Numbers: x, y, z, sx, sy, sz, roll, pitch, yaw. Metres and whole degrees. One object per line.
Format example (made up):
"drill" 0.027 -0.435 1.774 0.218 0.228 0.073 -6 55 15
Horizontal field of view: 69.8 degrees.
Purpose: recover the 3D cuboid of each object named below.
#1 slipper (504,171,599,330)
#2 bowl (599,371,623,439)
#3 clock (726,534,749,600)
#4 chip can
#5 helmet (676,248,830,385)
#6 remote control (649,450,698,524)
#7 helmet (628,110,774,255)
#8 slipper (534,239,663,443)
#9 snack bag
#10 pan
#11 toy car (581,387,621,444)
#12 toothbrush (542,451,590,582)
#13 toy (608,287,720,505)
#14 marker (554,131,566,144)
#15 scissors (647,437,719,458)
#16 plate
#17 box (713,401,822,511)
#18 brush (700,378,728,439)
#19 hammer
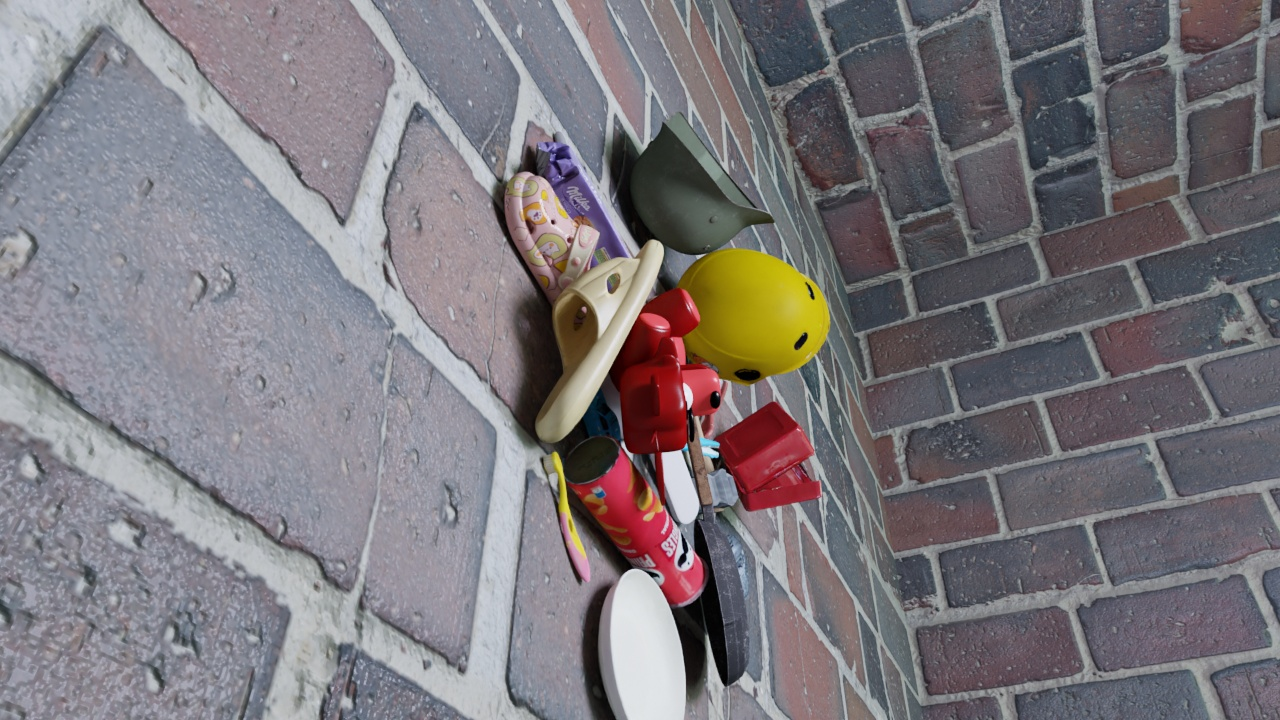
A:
"slipper" -0.080 -0.124 1.020 0.093 0.082 0.197 -77 148 -56
"bowl" -0.007 0.007 1.132 0.176 0.066 0.176 -16 90 -71
"clock" 0.118 0.301 1.263 0.090 0.052 0.129 -14 88 -71
"chip can" -0.003 0.177 1.002 0.073 0.073 0.233 -84 150 -47
"helmet" 0.150 -0.079 1.377 0.139 0.240 0.209 34 65 -56
"remote control" 0.045 0.155 1.196 0.043 0.013 0.136 -38 120 -33
"helmet" 0.070 -0.250 1.396 0.227 0.154 0.267 53 9 18
"slipper" -0.059 -0.033 0.953 0.079 0.112 0.260 31 57 -8
"snack bag" -0.066 -0.165 1.101 0.205 0.058 0.096 59 6 -28
"pan" 0.089 0.217 1.127 0.208 0.040 0.357 174 -91 -86
"toy car" -0.045 0.069 1.033 0.105 0.032 0.048 70 20 -5
"toothbrush" -0.073 0.157 0.915 0.021 0.016 0.135 -24 100 -72
"toy" 0.024 0.031 0.979 0.196 0.120 0.159 -93 -178 -56
"marker" -0.092 -0.229 1.166 0.022 0.016 0.138 -3 75 -46
"scissors" 0.059 0.103 1.232 0.140 0.015 0.083 8 67 -38
"plate" -0.004 0.310 0.950 0.182 0.034 0.182 -16 90 -71
"box" 0.191 0.144 1.416 0.157 0.136 0.123 -118 -167 -73
"brush" 0.105 0.071 1.441 0.030 0.041 0.172 49 28 -14
"hammer" 0.066 0.061 1.325 0.117 0.051 0.322 14 59 -68
